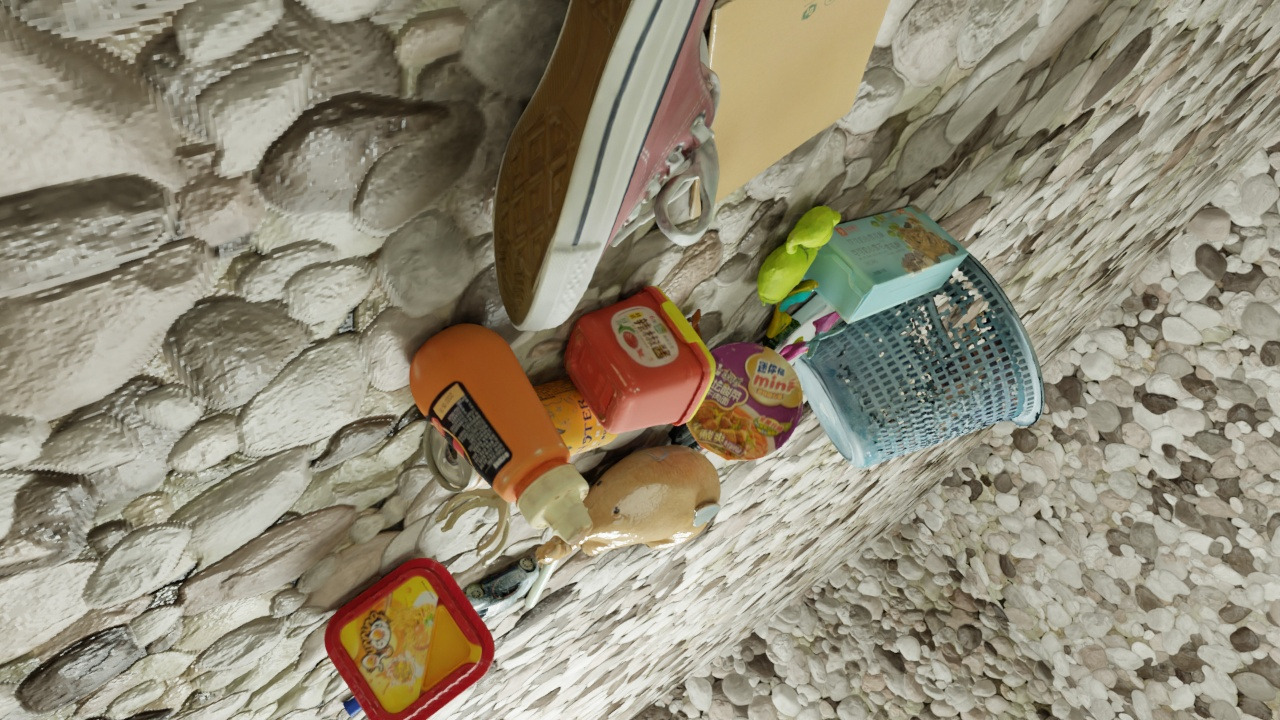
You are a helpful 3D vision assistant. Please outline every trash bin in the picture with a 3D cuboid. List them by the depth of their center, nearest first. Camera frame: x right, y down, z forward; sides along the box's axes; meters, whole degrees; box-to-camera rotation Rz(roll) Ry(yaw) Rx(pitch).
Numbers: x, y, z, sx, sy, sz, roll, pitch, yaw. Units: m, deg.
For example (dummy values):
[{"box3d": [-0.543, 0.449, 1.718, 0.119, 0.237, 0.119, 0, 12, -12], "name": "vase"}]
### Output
[{"box3d": [0.284, 0.010, 0.995, 0.195, 0.226, 0.227, -26, 157, -1], "name": "trash bin"}]

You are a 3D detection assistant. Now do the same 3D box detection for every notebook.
[{"box3d": [0.092, -0.175, 0.549, 0.147, 0.008, 0.208, -36, 164, -12], "name": "notebook"}]

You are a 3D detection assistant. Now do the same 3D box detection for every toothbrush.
[{"box3d": [-0.098, 0.228, 1.017, 0.020, 0.029, 0.190, 17, 134, -13], "name": "toothbrush"}]

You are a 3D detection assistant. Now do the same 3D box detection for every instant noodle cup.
[{"box3d": [-0.193, 0.245, 0.796, 0.116, 0.116, 0.124, -35, 169, -13], "name": "instant noodle cup"}, {"box3d": [0.097, 0.047, 0.887, 0.111, 0.111, 0.099, -39, 167, -4], "name": "instant noodle cup"}]

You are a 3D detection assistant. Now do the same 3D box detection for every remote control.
[{"box3d": [0.172, -0.036, 0.942, 0.150, 0.021, 0.058, -40, 150, -1], "name": "remote control"}]

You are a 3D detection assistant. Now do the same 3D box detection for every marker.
[{"box3d": [-0.245, 0.324, 0.969, 0.145, 0.017, 0.017, -32, 156, -19], "name": "marker"}]

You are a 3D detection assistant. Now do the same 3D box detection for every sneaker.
[{"box3d": [-0.003, -0.110, 0.437, 0.087, 0.118, 0.242, 2, 131, -30], "name": "sneaker"}]

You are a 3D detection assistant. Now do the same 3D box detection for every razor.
[{"box3d": [0.140, -0.049, 0.849, 0.043, 0.028, 0.133, -38, 169, -14], "name": "razor"}]

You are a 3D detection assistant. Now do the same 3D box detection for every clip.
[{"box3d": [-0.129, 0.114, 0.753, 0.035, 0.095, 0.102, 84, 19, -62], "name": "clip"}]

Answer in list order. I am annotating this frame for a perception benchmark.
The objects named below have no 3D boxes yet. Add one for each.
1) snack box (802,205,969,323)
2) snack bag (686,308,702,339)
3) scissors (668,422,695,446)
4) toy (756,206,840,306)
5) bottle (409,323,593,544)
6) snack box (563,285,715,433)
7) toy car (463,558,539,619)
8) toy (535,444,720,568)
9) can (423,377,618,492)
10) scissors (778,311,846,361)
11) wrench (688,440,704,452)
[{"box3d": [0.227, -0.094, 0.857, 0.174, 0.074, 0.052, -19, 150, -42], "name": "snack box"}, {"box3d": [0.011, -0.001, 0.752, 0.105, 0.026, 0.045, -35, 148, -15], "name": "snack bag"}, {"box3d": [0.099, 0.037, 0.986, 0.174, 0.014, 0.133, -25, 152, -39], "name": "scissors"}, {"box3d": [0.129, -0.088, 0.768, 0.100, 0.031, 0.096, -50, 164, 17], "name": "toy"}, {"box3d": [-0.077, 0.046, 0.541, 0.066, 0.149, 0.067, -33, 157, -16], "name": "bottle"}, {"box3d": [-0.004, 0.004, 0.661, 0.080, 0.091, 0.082, -17, 148, -31], "name": "snack box"}, {"box3d": [-0.146, 0.241, 0.949, 0.105, 0.031, 0.049, -22, 152, -39], "name": "toy car"}, {"box3d": [-0.011, 0.147, 0.922, 0.225, 0.082, 0.144, 0, 122, -44], "name": "toy"}, {"box3d": [-0.081, 0.049, 0.661, 0.145, 0.058, 0.058, -15, 146, -47], "name": "can"}, {"box3d": [0.170, -0.025, 0.862, 0.108, 0.017, 0.136, -40, -178, -15], "name": "scissors"}, {"box3d": [0.035, 0.117, 1.023, 0.273, 0.016, 0.056, -39, 158, -2], "name": "wrench"}]
